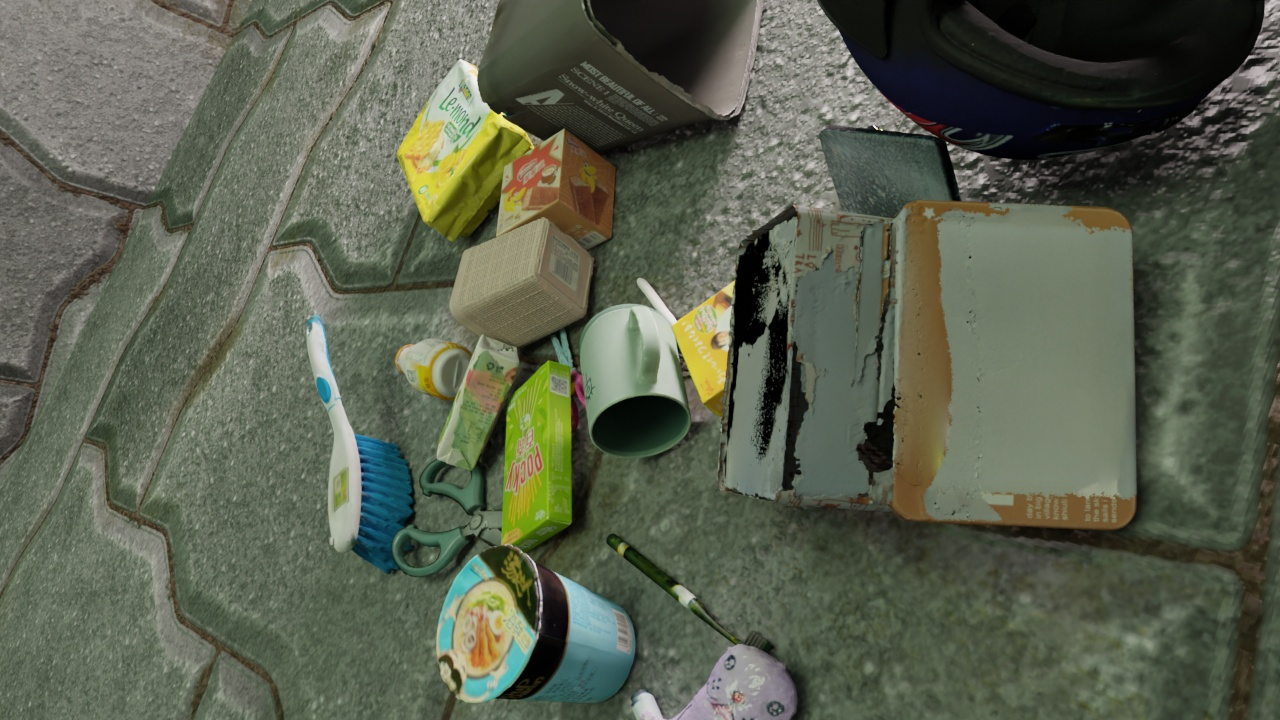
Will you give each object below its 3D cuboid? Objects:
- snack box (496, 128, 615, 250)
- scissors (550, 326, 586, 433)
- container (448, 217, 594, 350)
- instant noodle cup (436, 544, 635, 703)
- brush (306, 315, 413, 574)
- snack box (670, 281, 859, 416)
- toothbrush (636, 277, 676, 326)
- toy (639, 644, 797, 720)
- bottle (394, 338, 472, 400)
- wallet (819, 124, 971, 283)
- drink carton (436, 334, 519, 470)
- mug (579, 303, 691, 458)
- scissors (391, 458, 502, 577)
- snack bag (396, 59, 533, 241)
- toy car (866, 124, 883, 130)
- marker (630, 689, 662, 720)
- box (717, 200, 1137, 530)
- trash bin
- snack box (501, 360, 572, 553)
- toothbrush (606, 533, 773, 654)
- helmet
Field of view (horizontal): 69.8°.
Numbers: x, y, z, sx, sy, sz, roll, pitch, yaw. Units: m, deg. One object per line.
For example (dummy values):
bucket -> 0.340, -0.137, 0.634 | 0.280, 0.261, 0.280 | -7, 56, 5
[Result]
snack box -> -0.086, -0.163, 0.939 | 0.093, 0.077, 0.094 | -22, 53, 37
scissors -> -0.072, 0.018, 0.874 | 0.072, 0.017, 0.137 | -56, 35, 20
container -> -0.113, -0.075, 0.906 | 0.111, 0.090, 0.089 | -20, 48, 34
instant noodle cup -> -0.071, 0.206, 0.682 | 0.111, 0.120, 0.111 | -23, 52, 34
brush -> -0.317, 0.081, 1.013 | 0.061, 0.109, 0.314 | -40, 45, 26
snack box -> 0.096, -0.029, 0.701 | 0.141, 0.033, 0.086 | -36, 46, 19
toothbrush -> 0.037, -0.025, 0.783 | 0.016, 0.016, 0.180 | -44, 43, 8
toy -> 0.055, 0.232, 0.597 | 0.108, 0.039, 0.084 | -51, 58, 12
bottle -> -0.226, 0.006, 0.997 | 0.108, 0.063, 0.063 | 12, 77, 48
wallet -> 0.174, -0.102, 0.613 | 0.019, 0.121, 0.097 | -44, 37, -18
drink carton -> -0.158, 0.042, 0.899 | 0.053, 0.045, 0.123 | -117, 49, -70
mug -> -0.004, 0.004, 0.742 | 0.112, 0.082, 0.106 | 104, 163, -48
scissors -> -0.173, 0.141, 0.899 | 0.179, 0.019, 0.161 | -15, 53, 33
snack bag -> -0.221, -0.262, 1.140 | 0.158, 0.068, 0.246 | -48, 42, 15
toy car -> 0.181, -0.135, 0.682 | 0.042, 0.035, 0.090 | -39, 46, 26
marker -> 0.025, 0.280, 0.621 | 0.022, 0.018, 0.130 | -29, 45, -2
box -> 0.159, 0.005, 0.570 | 0.217, 0.158, 0.180 | 3, 84, 1
trash bin -> -0.030, -0.315, 0.892 | 0.220, 0.199, 0.198 | -12, 60, 49
snack box -> -0.093, 0.087, 0.830 | 0.086, 0.026, 0.156 | -39, 44, 45
toothbrush -> 0.031, 0.170, 0.681 | 0.186, 0.012, 0.017 | 26, 82, 50
helmet -> 0.237, -0.234, 0.520 | 0.247, 0.241, 0.315 | -15, 40, -7
